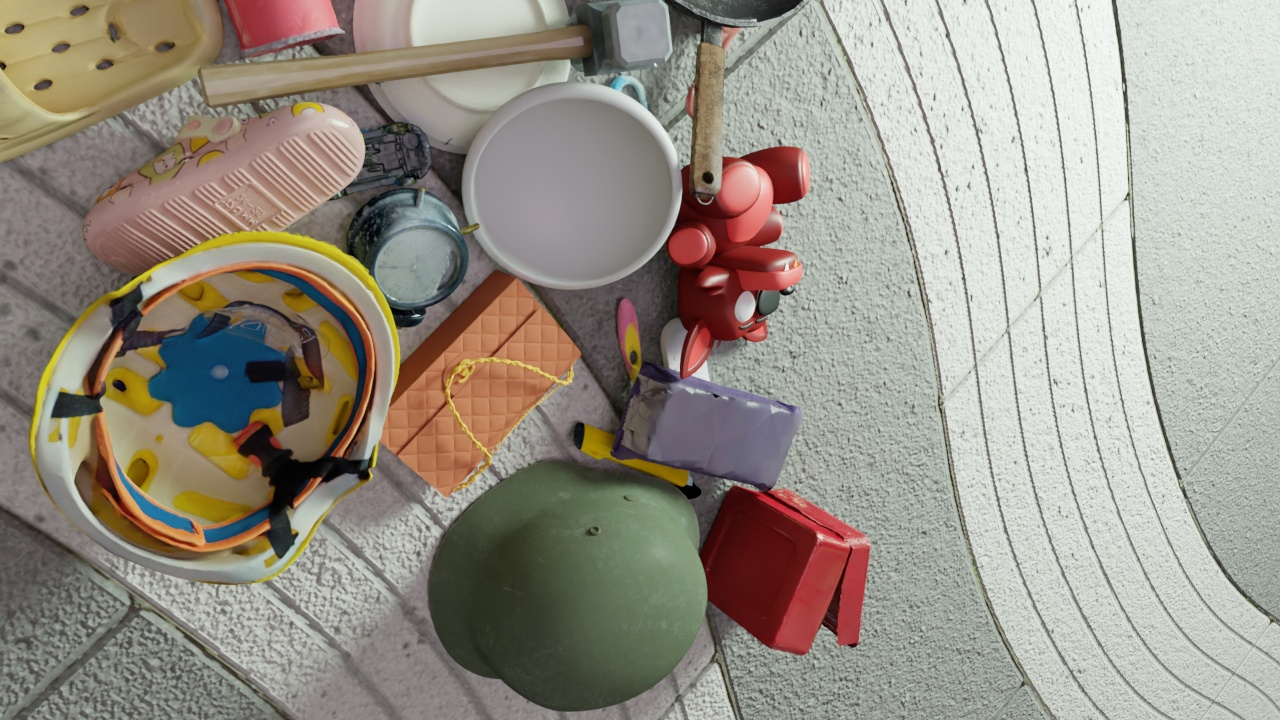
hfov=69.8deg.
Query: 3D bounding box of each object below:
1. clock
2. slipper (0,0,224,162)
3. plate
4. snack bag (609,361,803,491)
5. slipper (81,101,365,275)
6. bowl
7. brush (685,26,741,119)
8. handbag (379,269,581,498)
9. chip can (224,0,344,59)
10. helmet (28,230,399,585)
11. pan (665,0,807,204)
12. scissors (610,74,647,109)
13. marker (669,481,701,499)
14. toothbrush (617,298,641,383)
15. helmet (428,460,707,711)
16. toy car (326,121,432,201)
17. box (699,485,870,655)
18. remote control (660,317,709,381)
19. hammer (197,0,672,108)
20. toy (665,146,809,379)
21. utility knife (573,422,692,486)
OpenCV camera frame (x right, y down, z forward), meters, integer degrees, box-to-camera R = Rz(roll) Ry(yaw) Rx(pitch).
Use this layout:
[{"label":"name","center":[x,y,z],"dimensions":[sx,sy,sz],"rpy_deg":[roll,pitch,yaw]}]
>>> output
[{"label":"clock","center":[-0.190,-0.075,0.719],"dimensions":[0.129,0.052,0.090],"rpy_deg":[-47,136,12]},{"label":"slipper","center":[-0.389,-0.185,0.568],"dimensions":[0.261,0.079,0.111],"rpy_deg":[-27,118,-22]},{"label":"plate","center":[-0.131,-0.255,0.724],"dimensions":[0.182,0.034,0.182],"rpy_deg":[-8,107,-28]},{"label":"snack bag","center":[0.073,0.071,0.896],"dimensions":[0.205,0.058,0.096],"rpy_deg":[16,94,-34]},{"label":"slipper","center":[-0.288,-0.129,0.640],"dimensions":[0.197,0.081,0.093],"rpy_deg":[-26,153,0]},{"label":"bowl","center":[-0.057,-0.149,0.758],"dimensions":[0.176,0.066,0.177],"rpy_deg":[-3,126,-5]},{"label":"brush","center":[0.070,-0.299,0.830],"dimensions":[0.041,0.030,0.172],"rpy_deg":[16,93,-33]},{"label":"handbag","center":[-0.137,0.025,0.782],"dimensions":[0.171,0.060,0.109],"rpy_deg":[-47,125,-11]},{"label":"chip can","center":[-0.271,-0.325,0.603],"dimensions":[0.073,0.073,0.233],"rpy_deg":[-24,113,-23]},{"label":"helmet","center":[-0.294,0.021,0.643],"dimensions":[0.209,0.140,0.239],"rpy_deg":[45,71,-33]},{"label":"pan","center":[0.059,-0.298,0.764],"dimensions":[0.207,0.040,0.356],"rpy_deg":[9,82,-21]},{"label":"scissors","center":[-0.012,-0.180,0.827],"dimensions":[0.083,0.015,0.140],"rpy_deg":[-33,119,-21]},{"label":"marker","center":[0.002,0.132,0.916],"dimensions":[0.138,0.016,0.022],"rpy_deg":[2,74,-29]},{"label":"toothbrush","center":[-0.005,0.005,0.878],"dimensions":[0.021,0.016,0.135],"rpy_deg":[-18,109,-23]},{"label":"helmet","center":[-0.037,0.217,0.828],"dimensions":[0.267,0.154,0.227],"rpy_deg":[-21,113,-24]},{"label":"toy car","center":[-0.214,-0.152,0.703],"dimensions":[0.105,0.032,0.048],"rpy_deg":[-19,111,-23]},{"label":"box","center":[0.139,0.207,0.933],"dimensions":[0.122,0.157,0.136],"rpy_deg":[3,100,-26]},{"label":"remote control","center":[0.048,0.023,0.913],"dimensions":[0.043,0.013,0.136],"rpy_deg":[-20,112,-25]},{"label":"hammer","center":[-0.141,-0.216,0.657],"dimensions":[0.322,0.117,0.051],"rpy_deg":[-13,109,-17]},{"label":"toy","center":[0.088,-0.094,0.847],"dimensions":[0.158,0.121,0.197],"rpy_deg":[-26,122,-51]},{"label":"utility knife","center":[-0.005,0.096,0.897],"dimensions":[0.155,0.017,0.030],"rpy_deg":[23,60,-31]}]
